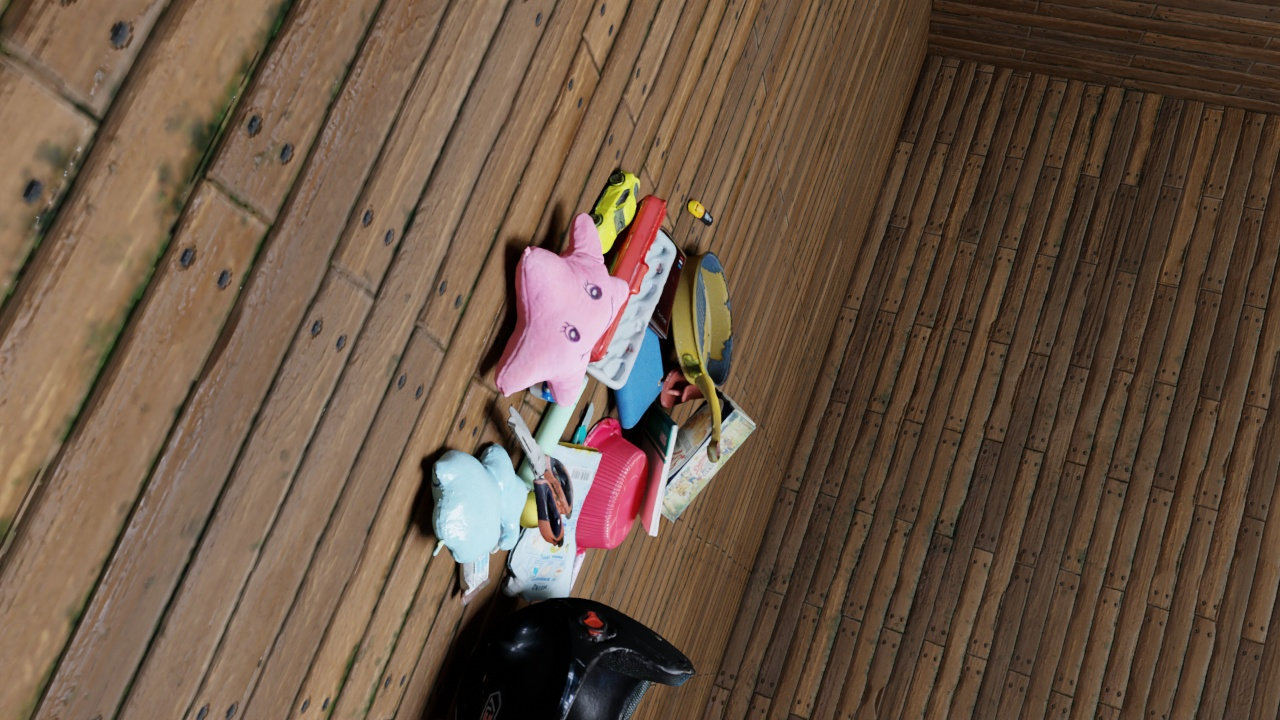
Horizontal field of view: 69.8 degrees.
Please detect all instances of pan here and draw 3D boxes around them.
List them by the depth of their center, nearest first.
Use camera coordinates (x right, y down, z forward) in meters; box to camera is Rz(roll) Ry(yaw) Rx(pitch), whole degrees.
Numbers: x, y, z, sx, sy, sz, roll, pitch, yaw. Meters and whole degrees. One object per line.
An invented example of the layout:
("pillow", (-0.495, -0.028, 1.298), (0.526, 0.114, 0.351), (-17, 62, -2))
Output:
("pan", (0.094, -0.002, 1.281), (0.198, 0.078, 0.356), (66, 28, -42))

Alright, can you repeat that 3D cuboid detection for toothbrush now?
("toothbrush", (-0.113, 0.107, 0.998), (0.027, 0.026, 0.224), (119, -4, -67))
("toothbrush", (-0.113, 0.343, 1.229), (0.021, 0.029, 0.189), (-14, -128, 63))

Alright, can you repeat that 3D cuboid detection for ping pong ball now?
("ping pong ball", (-0.119, 0.164, 1.007), (0.040, 0.040, 0.040), (18, 89, -72))

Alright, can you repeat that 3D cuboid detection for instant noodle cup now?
("instant noodle cup", (-0.043, 0.176, 1.210), (0.193, 0.066, 0.194), (19, 89, -73))

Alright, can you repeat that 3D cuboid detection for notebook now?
("notebook", (0.017, 0.144, 1.289), (0.209, 0.012, 0.150), (-141, -118, -80))

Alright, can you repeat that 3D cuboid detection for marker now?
("marker", (0.090, -0.212, 1.329), (0.018, 0.015, 0.123), (-69, 164, 3))

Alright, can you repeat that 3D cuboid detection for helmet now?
("helmet", (-0.088, 0.374, 0.994), (0.274, 0.230, 0.233), (22, 92, -64))

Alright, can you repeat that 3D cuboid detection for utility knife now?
("utility knife", (-0.090, 0.135, 1.113), (0.179, 0.013, 0.029), (-69, 158, -12))

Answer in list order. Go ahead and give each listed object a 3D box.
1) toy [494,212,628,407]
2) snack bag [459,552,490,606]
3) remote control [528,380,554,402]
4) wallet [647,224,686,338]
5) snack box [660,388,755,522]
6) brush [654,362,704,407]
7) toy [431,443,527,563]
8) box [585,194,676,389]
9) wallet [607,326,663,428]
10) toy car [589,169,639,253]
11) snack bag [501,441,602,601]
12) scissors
("toy", (-0.080, -0.045, 0.879), (0.194, 0.075, 0.178), (-62, 148, -21))
("snack bag", (-0.166, 0.194, 0.917), (0.048, 0.026, 0.104), (-43, 146, -51))
("remote control", (-0.087, -0.020, 0.959), (0.049, 0.024, 0.125), (41, 65, -71))
("wallet", (0.025, -0.100, 1.179), (0.096, 0.020, 0.122), (41, 58, -56))
("snack box", (0.082, 0.134, 1.356), (0.182, 0.046, 0.178), (-49, -172, 3))
("brush", (0.061, 0.039, 1.384), (0.145, 0.069, 0.063), (-11, 116, -70))
("toy", (-0.152, 0.135, 0.857), (0.155, 0.050, 0.161), (-76, 155, -52))
("box", (-0.019, -0.079, 1.053), (0.155, 0.074, 0.201), (67, 43, -70))
("wallet", (-0.007, 0.007, 1.198), (0.106, 0.040, 0.133), (-54, 147, -45))
("toy car", (-0.029, -0.158, 0.998), (0.105, 0.032, 0.048), (-62, 160, -25))
("snack bag", (-0.101, 0.191, 1.072), (0.110, 0.039, 0.191), (15, 92, -58))
("scissors", (-0.104, 0.123, 0.941), (0.206, 0.015, 0.192), (-9, 99, -77))
